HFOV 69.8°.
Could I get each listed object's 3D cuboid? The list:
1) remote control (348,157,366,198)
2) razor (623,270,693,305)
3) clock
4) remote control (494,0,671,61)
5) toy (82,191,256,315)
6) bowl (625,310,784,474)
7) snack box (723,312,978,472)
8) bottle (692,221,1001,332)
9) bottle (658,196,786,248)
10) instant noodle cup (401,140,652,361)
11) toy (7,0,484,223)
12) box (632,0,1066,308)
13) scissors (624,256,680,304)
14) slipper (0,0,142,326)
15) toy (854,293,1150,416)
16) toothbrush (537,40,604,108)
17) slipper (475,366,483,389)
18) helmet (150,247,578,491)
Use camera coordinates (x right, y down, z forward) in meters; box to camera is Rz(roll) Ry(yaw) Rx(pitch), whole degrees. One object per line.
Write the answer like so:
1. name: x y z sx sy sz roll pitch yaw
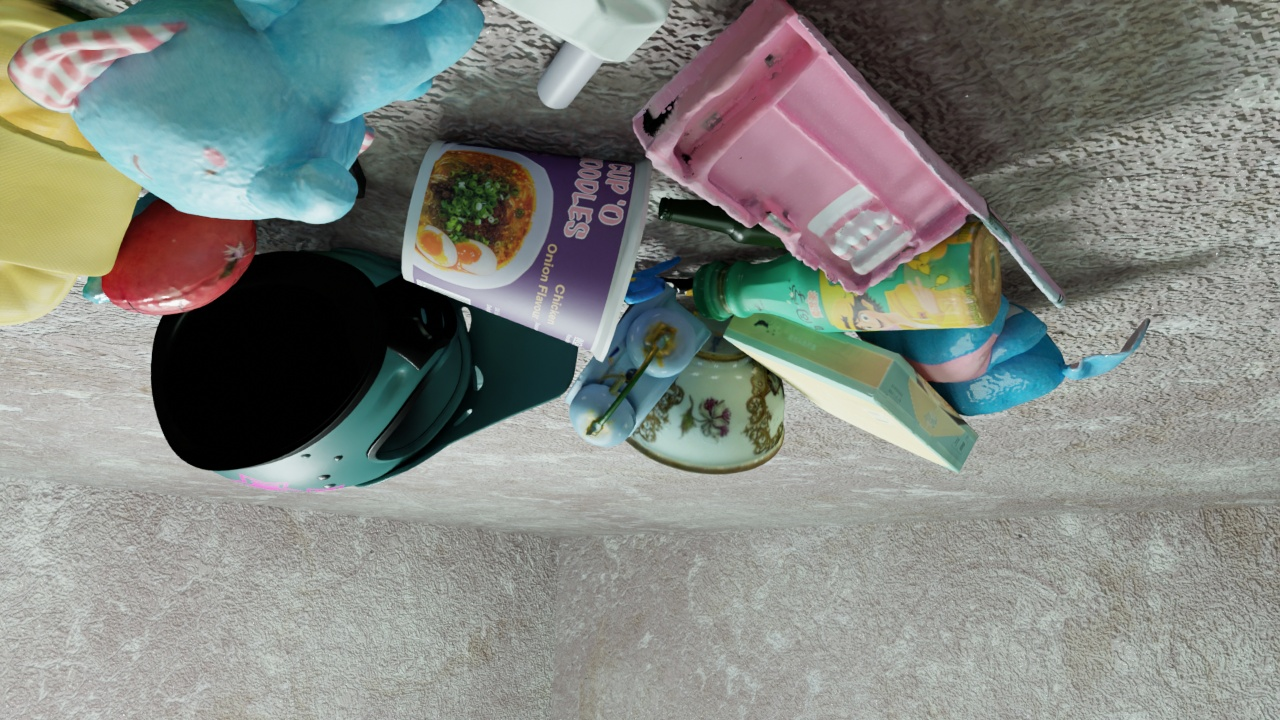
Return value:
1. remote control: -0.237 -0.118 0.548 0.133 0.013 0.058 3 165 -4
2. razor: 0.059 -0.055 0.732 0.144 0.021 0.044 4 151 -4
3. clock: -0.004 0.004 0.666 0.060 0.118 0.161 38 -162 2
4. remote control: -0.053 -0.154 0.345 0.133 0.022 0.050 21 157 -26
5. toy: -0.302 -0.068 0.576 0.133 0.092 0.062 9 139 29
6. bowl: 0.057 0.014 0.806 0.160 0.159 0.094 4 124 -8
7. snack box: 0.173 0.022 0.739 0.141 0.044 0.193 27 177 42
8. bottle: 0.135 -0.054 0.638 0.210 0.068 0.068 -1 166 35
9. bottle: 0.072 -0.090 0.585 0.123 0.033 0.033 5 164 -11
10. instant noodle cup: -0.067 -0.073 0.527 0.122 0.121 0.137 13 172 -7
11. toy: -0.153 -0.113 0.406 0.181 0.114 0.183 -15 170 15
12. box: 0.115 -0.071 0.463 0.107 0.115 0.232 -37 146 23
13. scissors: -0.022 -0.052 0.653 0.123 0.016 0.125 -12 -164 0
14. slipper: -0.331 -0.078 0.494 0.099 0.078 0.264 10 146 -43
15. toy: 0.259 -0.014 0.713 0.224 0.099 0.191 3 165 45
16. toothbrush: -0.002 -0.156 0.377 0.018 0.019 0.188 -8 171 -28
17. slipper: -0.210 0.025 0.967 0.116 0.069 0.276 -11 160 30
18. helmet: -0.199 0.000 0.676 0.275 0.176 0.200 -16 172 26
